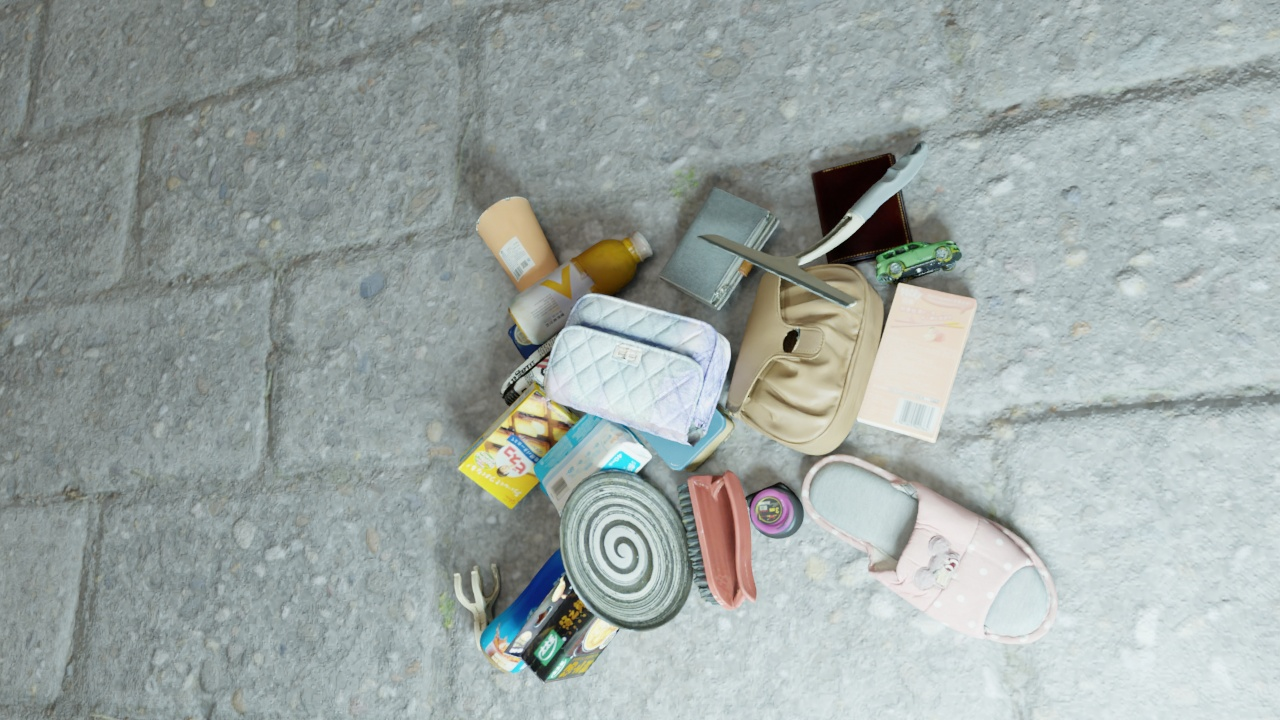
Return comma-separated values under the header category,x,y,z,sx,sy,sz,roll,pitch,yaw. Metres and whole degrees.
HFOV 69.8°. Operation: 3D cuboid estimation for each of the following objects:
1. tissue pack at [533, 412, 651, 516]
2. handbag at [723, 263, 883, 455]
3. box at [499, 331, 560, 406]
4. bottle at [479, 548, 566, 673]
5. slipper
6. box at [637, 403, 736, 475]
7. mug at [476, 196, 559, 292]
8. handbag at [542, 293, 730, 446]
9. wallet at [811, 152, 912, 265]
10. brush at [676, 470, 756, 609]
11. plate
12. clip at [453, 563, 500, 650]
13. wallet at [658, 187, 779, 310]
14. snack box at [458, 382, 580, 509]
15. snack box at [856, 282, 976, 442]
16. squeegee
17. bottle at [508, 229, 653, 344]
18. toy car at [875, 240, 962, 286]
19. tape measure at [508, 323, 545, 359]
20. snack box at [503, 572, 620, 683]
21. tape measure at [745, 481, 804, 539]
category,x,y,z,sx,sy,sz,roll,pitch,yaw
tissue pack,-0.058,0.123,1.074,0.140,0.063,0.090,-47,40,5
handbag,0.173,-0.008,0.989,0.148,0.099,0.204,10,78,34
box,-0.101,0.007,1.131,0.164,0.071,0.057,-39,44,14
bottle,-0.096,0.266,1.065,0.219,0.065,0.065,-49,64,7
slipper,0.282,0.183,0.922,0.274,0.054,0.114,33,92,27
box,0.031,0.050,1.065,0.090,0.059,0.184,-48,62,8
mug,-0.151,-0.140,1.185,0.078,0.078,0.122,-36,70,12
handbag,-0.006,0.006,1.018,0.194,0.075,0.134,15,84,27
wallet,0.251,-0.170,1.042,0.096,0.020,0.122,-11,72,16
brush,0.089,0.196,0.996,0.069,0.063,0.145,-24,68,42
plate,-0.017,0.206,0.998,0.024,0.179,0.179,-34,63,45
clip,-0.199,0.294,1.105,0.035,0.092,0.103,-10,62,21
wallet,0.094,-0.132,1.093,0.106,0.037,0.129,33,90,37
snack box,-0.144,0.104,1.117,0.140,0.087,0.033,-44,20,10
snack box,0.294,0.001,0.976,0.084,0.026,0.157,16,84,27
squeegee,0.228,-0.158,1.002,0.246,0.039,0.246,-39,38,-14
bottle,-0.071,-0.094,1.131,0.189,0.068,0.068,-34,65,-2
toy car,0.299,-0.108,0.991,0.091,0.043,0.036,-14,72,20
tape measure,-0.138,-0.031,1.178,0.054,0.025,0.058,-39,69,9
snack box,-0.072,0.294,1.013,0.053,0.125,0.113,39,94,25
tape measure,0.148,0.165,0.995,0.057,0.039,0.057,-28,63,16
